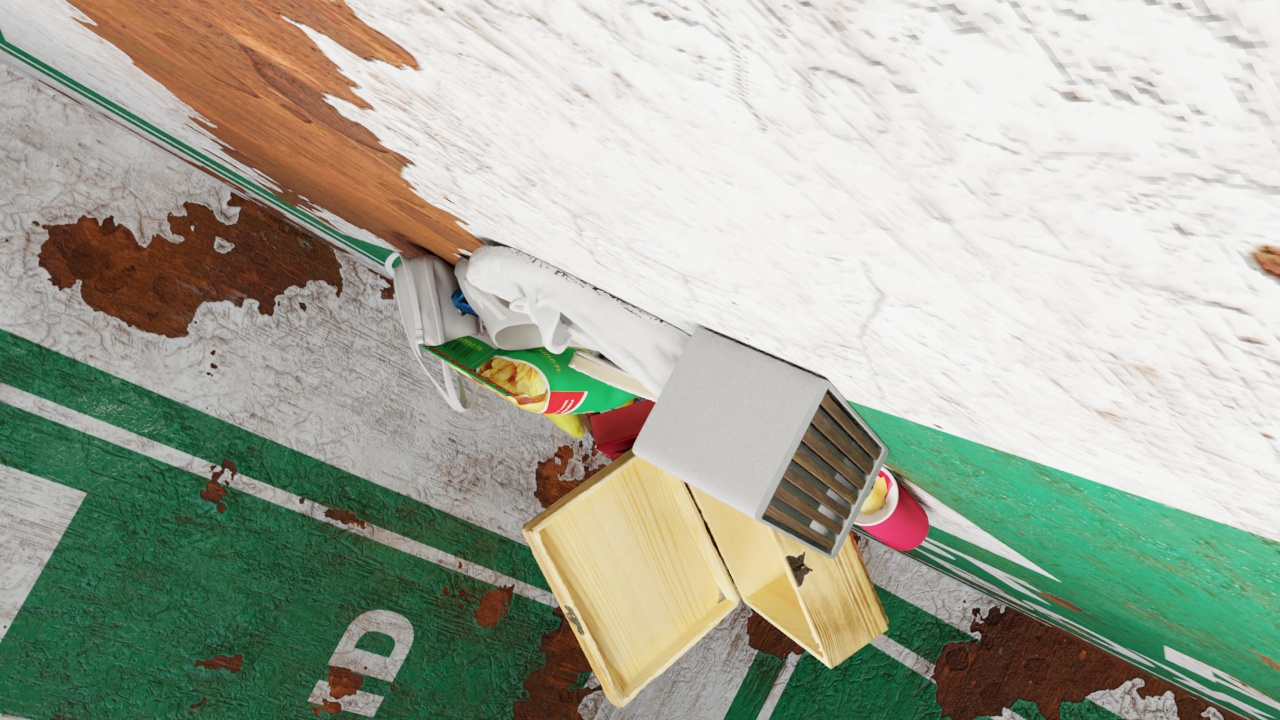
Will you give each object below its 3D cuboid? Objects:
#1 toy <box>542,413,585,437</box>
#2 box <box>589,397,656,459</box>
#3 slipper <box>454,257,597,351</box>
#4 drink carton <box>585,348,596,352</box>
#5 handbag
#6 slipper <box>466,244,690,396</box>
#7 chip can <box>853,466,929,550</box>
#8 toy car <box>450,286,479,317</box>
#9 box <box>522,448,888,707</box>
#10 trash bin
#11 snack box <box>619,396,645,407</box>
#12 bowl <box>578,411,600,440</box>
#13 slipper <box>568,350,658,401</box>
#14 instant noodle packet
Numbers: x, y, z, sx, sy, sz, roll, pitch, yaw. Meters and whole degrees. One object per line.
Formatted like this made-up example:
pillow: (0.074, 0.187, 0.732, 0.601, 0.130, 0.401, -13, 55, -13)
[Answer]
toy: (-0.158, 0.035, 1.376, 0.207, 0.092, 0.134, 40, 173, 9)
box: (0.018, 0.073, 1.415, 0.213, 0.165, 0.153, 41, -150, -71)
slipper: (-0.139, -0.046, 1.080, 0.266, 0.080, 0.113, 24, 177, 38)
drink carton: (-0.125, -0.004, 1.485, 0.048, 0.076, 0.125, 30, 170, -27)
handbag: (-0.288, -0.032, 1.305, 0.096, 0.222, 0.216, -18, 161, 11)
slipper: (-0.064, -0.040, 0.863, 0.247, 0.074, 0.112, 28, 160, 21)
chip can: (0.291, 0.178, 1.090, 0.069, 0.069, 0.220, 25, 174, 31)
toy car: (-0.213, -0.087, 1.244, 0.120, 0.056, 0.043, 15, 145, 48)
box: (0.058, 0.255, 1.141, 0.279, 0.334, 0.286, 64, 166, -15)
trash bin: (0.112, 0.078, 0.784, 0.114, 0.114, 0.228, 25, 174, 32)
snack box: (0.013, 0.077, 1.600, 0.083, 0.061, 0.106, 28, 175, 4)
bowl: (-0.084, 0.073, 1.425, 0.114, 0.026, 0.102, 53, 167, 29)
slipper: (0.030, 0.018, 0.998, 0.115, 0.052, 0.262, 21, -177, 38)
instant noodle packet: (-0.126, 0.014, 1.185, 0.252, 0.090, 0.196, 2, -164, -45)
